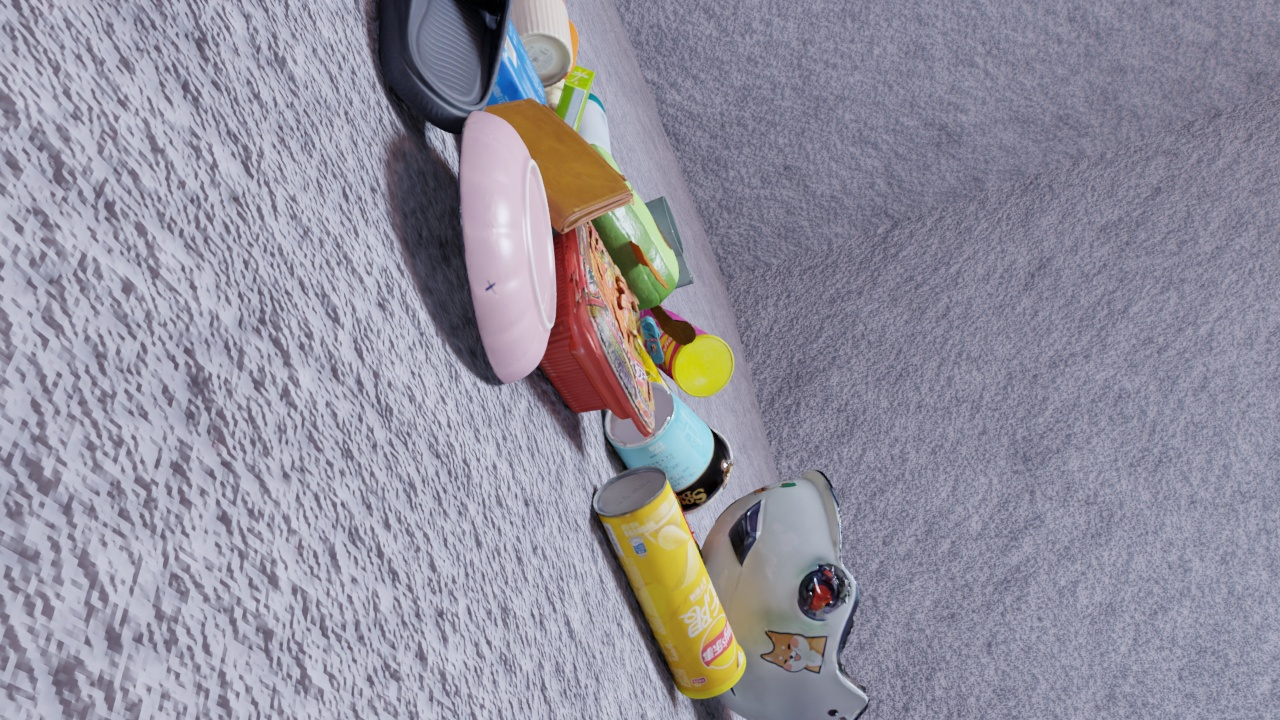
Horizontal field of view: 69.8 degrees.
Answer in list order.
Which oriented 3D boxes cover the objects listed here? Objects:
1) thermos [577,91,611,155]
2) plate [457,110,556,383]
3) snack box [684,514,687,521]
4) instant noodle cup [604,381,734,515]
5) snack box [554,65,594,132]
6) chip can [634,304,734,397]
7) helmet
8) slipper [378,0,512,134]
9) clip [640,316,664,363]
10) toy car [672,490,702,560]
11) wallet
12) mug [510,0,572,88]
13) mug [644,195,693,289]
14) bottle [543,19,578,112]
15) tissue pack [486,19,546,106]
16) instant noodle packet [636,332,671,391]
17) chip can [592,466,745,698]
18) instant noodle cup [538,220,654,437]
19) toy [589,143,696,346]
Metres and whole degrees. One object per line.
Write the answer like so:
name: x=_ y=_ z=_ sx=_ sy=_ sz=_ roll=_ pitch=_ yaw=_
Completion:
thermos: x=-0.069 y=-0.274 z=1.168 sx=0.223 sy=0.073 sz=0.073 roll=-97 pitch=165 yaw=-50
plate: x=-0.088 y=-0.080 z=0.655 sx=0.192 sy=0.039 sz=0.192 roll=-1 pitch=86 yaw=-88
snack box: x=0.030 y=0.160 z=1.040 sx=0.153 sy=0.026 sz=0.075 roll=-94 pitch=162 yaw=-55
instant noodle cup: x=0.024 y=0.084 z=0.947 sx=0.120 sy=0.111 sz=0.111 roll=53 pitch=20 yaw=-44
snack box: x=-0.078 y=-0.273 z=1.014 sx=0.156 sy=0.026 sz=0.086 roll=-86 pitch=-164 yaw=-66
chip can: x=0.041 y=-0.019 z=1.105 sx=0.071 sy=0.071 sz=0.210 roll=68 pitch=-10 yaw=-20
helmet: x=0.129 y=0.259 z=0.973 sx=0.230 sy=0.157 sz=0.274 roll=172 pitch=-86 yaw=-83
slipper: x=-0.135 y=-0.286 z=0.700 sx=0.110 sy=0.083 sz=0.267 roll=31 pitch=40 yaw=-41
clip: x=0.010 y=-0.024 z=0.858 sx=0.054 sy=0.013 sz=0.032 roll=70 pitch=9 yaw=-55
toy car: x=0.029 y=0.178 z=0.936 sx=0.031 sy=0.049 sz=0.106 roll=-84 pitch=152 yaw=-63
wallet: x=-0.073 y=-0.172 z=0.778 sx=0.130 sy=0.035 sz=0.118 roll=45 pitch=37 yaw=11
mug: x=-0.123 y=-0.360 z=1.035 sx=0.115 sy=0.081 sz=0.105 roll=110 pitch=-25 yaw=-55
mug: x=0.004 y=-0.146 z=1.234 sx=0.083 sy=0.103 sz=0.124 roll=-62 pitch=134 yaw=-77
bottle: x=-0.110 y=-0.370 z=1.157 sx=0.067 sy=0.067 sz=0.149 roll=56 pitch=26 yaw=-56
tissue pack: x=-0.131 y=-0.262 z=0.849 sx=0.094 sy=0.052 sz=0.157 roll=-95 pitch=164 yaw=-45
instant noodle packet: x=-0.006 y=0.006 z=1.018 sx=0.111 sy=0.044 sz=0.128 roll=48 pitch=10 yaw=-53
chip can: x=0.027 y=0.201 z=0.824 sx=0.072 sy=0.072 sz=0.213 roll=-85 pitch=153 yaw=-67
instant noodle cup: x=-0.048 y=-0.035 z=0.806 sx=0.164 sy=0.079 sz=0.188 roll=62 pitch=14 yaw=-49
toy: x=-0.023 y=-0.123 z=0.954 sx=0.227 sy=0.090 sz=0.247 roll=46 pitch=-10 yaw=49
